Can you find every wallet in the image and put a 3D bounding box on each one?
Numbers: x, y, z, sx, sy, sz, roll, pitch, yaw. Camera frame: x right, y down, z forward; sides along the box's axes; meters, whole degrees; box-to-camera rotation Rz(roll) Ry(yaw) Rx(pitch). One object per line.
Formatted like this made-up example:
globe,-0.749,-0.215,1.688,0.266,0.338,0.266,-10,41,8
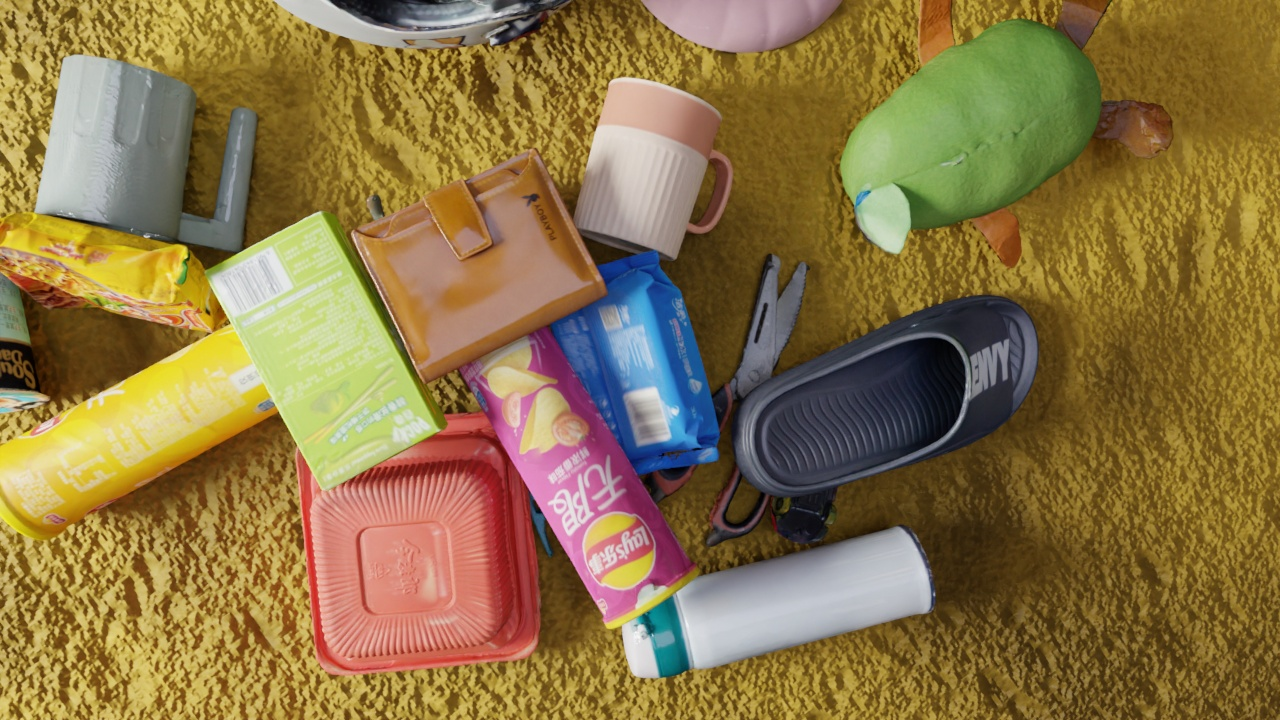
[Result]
wallet,-0.104,-0.066,0.583,0.130,0.035,0.119,-27,93,-7

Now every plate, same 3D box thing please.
plate,0.076,-0.326,0.669,0.192,0.039,0.192,0,92,-7

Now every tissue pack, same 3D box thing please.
tissue pack,-0.004,0.004,0.647,0.095,0.052,0.157,-14,96,34

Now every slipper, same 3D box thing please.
slipper,0.196,0.029,0.657,0.267,0.083,0.110,-19,96,-18

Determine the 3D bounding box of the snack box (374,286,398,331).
snack box,-0.127,-0.071,0.634,0.153,0.075,0.026,-40,91,-4

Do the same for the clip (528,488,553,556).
clip,-0.069,0.115,0.678,0.033,0.013,0.054,-36,97,-4

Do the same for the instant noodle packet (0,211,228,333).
instant noodle packet,-0.338,-0.053,0.593,0.128,0.111,0.044,10,76,-7

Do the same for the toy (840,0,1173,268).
toy,0.254,-0.173,0.670,0.246,0.090,0.227,-26,105,-2

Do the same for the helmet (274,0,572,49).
helmet,-0.136,-0.300,0.588,0.273,0.157,0.230,-13,91,-17

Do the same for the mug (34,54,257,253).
mug,-0.326,-0.134,0.615,0.123,0.084,0.103,9,89,-34

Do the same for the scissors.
scissors,0.068,0.027,0.690,0.206,0.015,0.201,-23,94,-5

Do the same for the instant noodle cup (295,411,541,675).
instant noodle cup,-0.156,0.131,0.635,0.164,0.079,0.189,-6,93,-4

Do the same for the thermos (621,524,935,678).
thermos,0.097,0.181,0.675,0.224,0.073,0.073,-13,93,-6

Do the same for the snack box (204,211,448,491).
snack box,-0.196,-0.006,0.578,0.086,0.026,0.156,-28,93,1

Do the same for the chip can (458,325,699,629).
chip can,-0.046,0.070,0.614,0.071,0.071,0.210,-31,82,-5

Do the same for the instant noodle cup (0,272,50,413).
instant noodle cup,-0.449,-0.028,0.591,0.111,0.111,0.120,-8,84,-7

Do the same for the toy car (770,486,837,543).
toy car,0.125,0.084,0.688,0.049,0.031,0.106,15,82,-19

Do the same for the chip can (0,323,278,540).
chip can,-0.320,0.037,0.617,0.213,0.072,0.072,-30,95,-5

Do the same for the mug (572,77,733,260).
mug,0.015,-0.128,0.654,0.114,0.082,0.106,16,92,-36
